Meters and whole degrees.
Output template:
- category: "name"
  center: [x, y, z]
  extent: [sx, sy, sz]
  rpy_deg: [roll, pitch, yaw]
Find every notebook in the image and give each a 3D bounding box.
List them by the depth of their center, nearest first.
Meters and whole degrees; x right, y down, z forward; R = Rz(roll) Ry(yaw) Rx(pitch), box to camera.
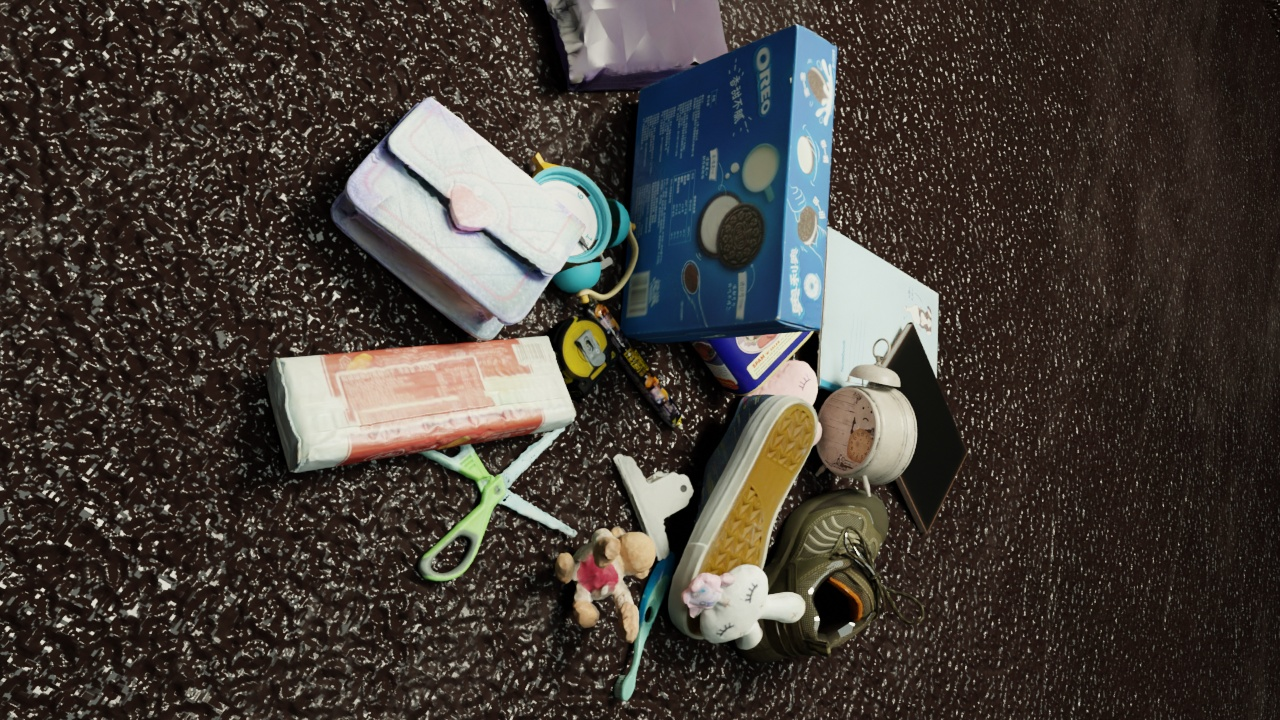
- category: "notebook"
  center: [0.280, -0.028, 1.059]
  extent: [0.253, 0.009, 0.181]
  rpy_deg: [19, 72, -43]
- category: "notebook"
  center: [0.326, 0.080, 1.079]
  extent: [0.141, 0.008, 0.209]
  rpy_deg: [-50, 122, -33]

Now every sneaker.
- category: "sneaker"
  center: [0.077, 0.133, 0.835]
  extent: [0.087, 0.079, 0.235]
  rpy_deg: [26, 88, -38]
- category: "sneaker"
  center: [0.201, 0.199, 0.886]
  extent: [0.237, 0.143, 0.101]
  rpy_deg: [-39, 108, -37]

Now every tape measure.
- category: "tape measure"
  center: [-0.051, -0.007, 0.776]
  extent: [0.061, 0.034, 0.061]
  rpy_deg: [52, 54, -20]

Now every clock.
- category: "clock"
  center: [-0.057, -0.112, 0.783]
  extent: [0.129, 0.044, 0.098]
  rpy_deg: [42, 59, -19]
- category: "clock"
  center: [0.228, 0.054, 0.942]
  extent: [0.061, 0.103, 0.157]
  rpy_deg: [9, 95, -31]

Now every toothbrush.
- category: "toothbrush"
  center: [0.004, 0.230, 0.802]
  extent: [0.022, 0.017, 0.135]
  rpy_deg: [38, 59, -29]

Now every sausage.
- category: "sausage"
  center: [-0.005, 0.005, 0.823]
  extent: [0.155, 0.020, 0.020]
  rpy_deg: [54, 54, -20]

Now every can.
- category: "can"
  center: [0.102, -0.036, 0.880]
  extent: [0.116, 0.057, 0.092]
  rpy_deg: [-44, 115, -15]

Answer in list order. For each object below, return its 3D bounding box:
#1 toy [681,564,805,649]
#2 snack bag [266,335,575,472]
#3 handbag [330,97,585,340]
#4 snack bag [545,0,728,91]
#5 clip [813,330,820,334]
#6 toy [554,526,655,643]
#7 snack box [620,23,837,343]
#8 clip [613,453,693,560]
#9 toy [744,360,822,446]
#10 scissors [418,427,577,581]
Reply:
- category: "toy"
  center: [0.084, 0.214, 0.790]
  extent: [0.122, 0.038, 0.079]
  rpy_deg: [31, 106, -33]
- category: "snack bag"
  center: [-0.153, 0.028, 0.673]
  extent: [0.224, 0.041, 0.077]
  rpy_deg: [-7, 70, -39]
- category: "handbag"
  center: [-0.131, -0.110, 0.687]
  extent: [0.158, 0.069, 0.126]
  rpy_deg: [40, 61, -13]
- category: "snack bag"
  center: [0.001, -0.303, 0.848]
  extent: [0.204, 0.059, 0.096]
  rpy_deg: [-16, 94, -41]
- category: "clip"
  center: [0.193, -0.040, 0.996]
  extent: [0.058, 0.026, 0.052]
  rpy_deg: [-38, 110, -46]
- category: "toy"
  center: [-0.017, 0.175, 0.753]
  extent: [0.085, 0.074, 0.105]
  rpy_deg: [66, 26, -1]
- category: "snack box"
  center: [0.069, -0.138, 0.780]
  extent: [0.056, 0.196, 0.238]
  rpy_deg: [10, 82, -38]
- category: "clip"
  center: [0.014, 0.122, 0.826]
  extent: [0.055, 0.046, 0.102]
  rpy_deg: [-26, 102, -32]
- category: "toy"
  center: [0.145, 0.058, 0.924]
  extent: [0.108, 0.053, 0.105]
  rpy_deg: [-47, 126, -28]
- category: "scissors"
  center: [-0.116, 0.098, 0.718]
  extent: [0.172, 0.023, 0.170]
  rpy_deg: [53, 52, -14]
